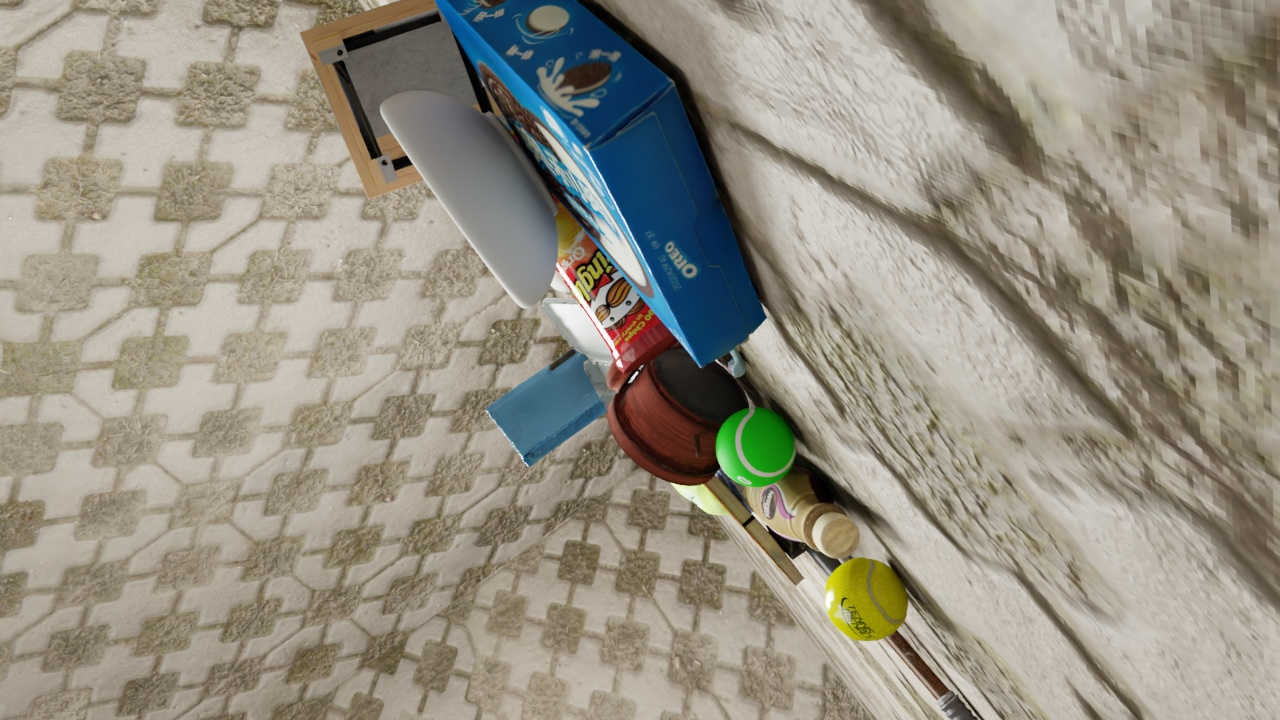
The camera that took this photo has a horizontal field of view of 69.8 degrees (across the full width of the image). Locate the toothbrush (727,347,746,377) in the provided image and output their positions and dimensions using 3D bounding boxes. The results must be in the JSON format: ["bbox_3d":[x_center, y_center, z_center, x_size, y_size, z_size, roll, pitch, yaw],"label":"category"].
[{"bbox_3d":[0.048,-0.043,0.696,0.155,0.016,0.022,57,-147,-39],"label":"toothbrush"}]

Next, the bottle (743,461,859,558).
[{"bbox_3d":[0.135,0.124,0.763,0.059,0.059,0.166,55,175,-11],"label":"bottle"}]

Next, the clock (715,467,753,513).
[{"bbox_3d":[0.117,0.135,1.112,0.089,0.052,0.125,54,176,-8],"label":"clock"}]

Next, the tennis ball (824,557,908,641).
[{"bbox_3d":[0.183,0.194,0.746,0.065,0.065,0.065,54,176,5],"label":"tennis ball"}]

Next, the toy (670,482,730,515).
[{"bbox_3d":[0.087,0.150,1.311,0.150,0.107,0.197,25,170,30],"label":"toy"}]

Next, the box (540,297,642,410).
[{"bbox_3d":[-0.003,0.004,0.993,0.210,0.045,0.191,4,135,50],"label":"box"}]

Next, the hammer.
[{"bbox_3d":[0.235,0.257,0.894,0.322,0.043,0.156,50,174,27],"label":"hammer"}]

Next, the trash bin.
[{"bbox_3d":[-0.218,-0.253,0.892,0.247,0.142,0.142,-138,27,-72],"label":"trash bin"}]

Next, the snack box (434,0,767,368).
[{"bbox_3d":[-0.029,-0.131,0.560,0.238,0.056,0.195,52,176,39],"label":"snack box"}]

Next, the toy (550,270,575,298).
[{"bbox_3d":[-0.060,-0.101,1.013,0.194,0.084,0.159,52,-168,-35],"label":"toy"}]

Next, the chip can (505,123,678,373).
[{"bbox_3d":[-0.040,-0.099,0.757,0.213,0.087,0.087,55,176,6],"label":"chip can"}]

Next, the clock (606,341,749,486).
[{"bbox_3d":[0.030,0.034,0.833,0.120,0.072,0.157,-3,-133,-45],"label":"clock"}]

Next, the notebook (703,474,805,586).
[{"bbox_3d":[0.099,0.154,0.939,0.178,0.014,0.249,46,177,28],"label":"notebook"}]

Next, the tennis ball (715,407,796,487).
[{"bbox_3d":[0.094,0.071,0.750,0.065,0.065,0.065,54,176,5],"label":"tennis ball"}]

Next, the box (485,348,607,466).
[{"bbox_3d":[-0.083,0.013,1.133,0.094,0.231,0.112,50,173,49],"label":"box"}]

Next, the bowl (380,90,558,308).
[{"bbox_3d":[-0.109,-0.126,0.666,0.176,0.066,0.176,55,178,2],"label":"bowl"}]
